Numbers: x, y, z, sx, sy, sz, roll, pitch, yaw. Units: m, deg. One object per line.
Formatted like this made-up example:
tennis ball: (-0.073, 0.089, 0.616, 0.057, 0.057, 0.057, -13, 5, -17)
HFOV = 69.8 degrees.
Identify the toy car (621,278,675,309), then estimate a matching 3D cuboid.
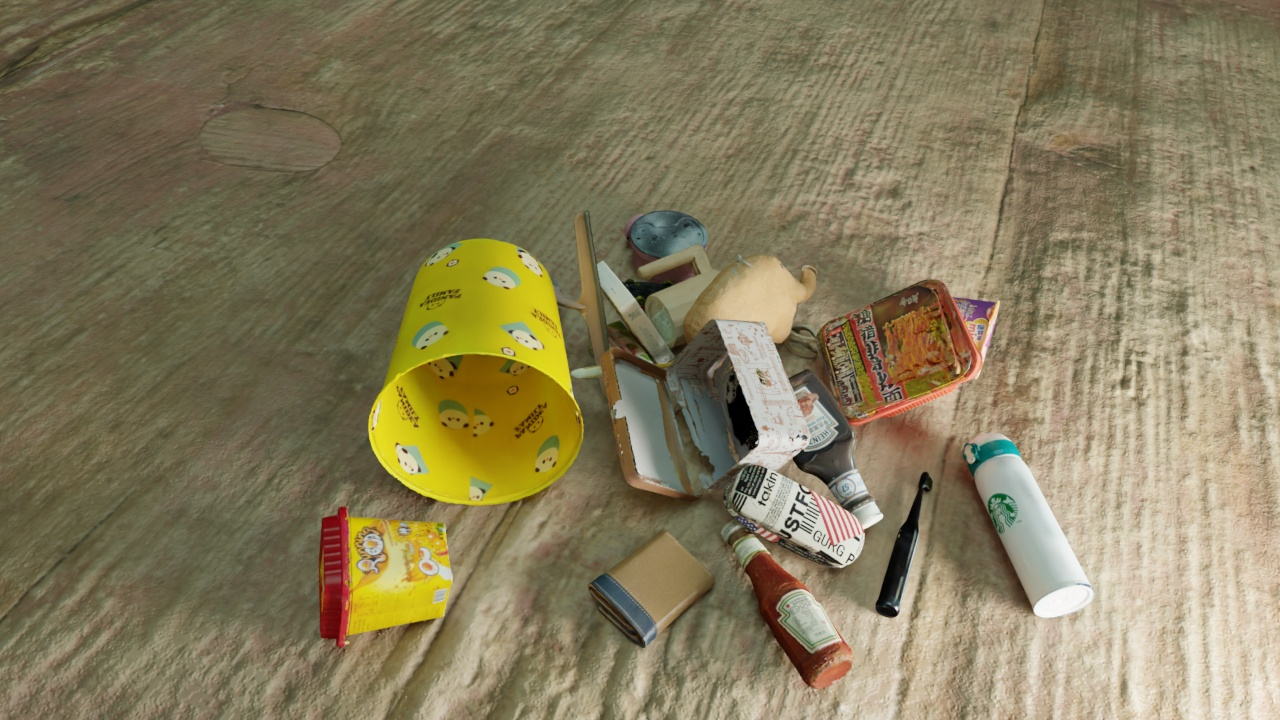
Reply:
toy car: (0.020, -0.091, 1.320, 0.106, 0.031, 0.049, -2, 43, -26)

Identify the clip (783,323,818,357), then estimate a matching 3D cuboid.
clip: (0.210, -0.039, 1.291, 0.097, 0.034, 0.061, 29, 50, 32)

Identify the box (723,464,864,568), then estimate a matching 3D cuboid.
box: (0.166, 0.185, 1.038, 0.163, 0.081, 0.074, 28, 61, -7)

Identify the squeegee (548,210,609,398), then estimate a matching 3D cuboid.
squeegee: (-0.108, -0.090, 1.239, 0.040, 0.248, 0.250, -15, 20, -18)

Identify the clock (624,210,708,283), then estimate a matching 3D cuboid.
clock: (0.037, -0.181, 1.391, 0.117, 0.060, 0.158, -6, 48, -10)

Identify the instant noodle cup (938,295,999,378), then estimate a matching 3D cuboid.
instant noodle cup: (0.431, -0.041, 1.267, 0.099, 0.112, 0.111, 18, 46, 24)

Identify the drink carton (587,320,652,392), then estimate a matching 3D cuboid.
drink carton: (-0.021, 0.001, 1.216, 0.053, 0.046, 0.122, -20, 50, -22)

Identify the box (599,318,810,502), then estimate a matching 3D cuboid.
box: (0.056, 0.053, 1.071, 0.192, 0.157, 0.182, 4, 54, -33)

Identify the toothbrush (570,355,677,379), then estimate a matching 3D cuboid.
toothbrush: (-0.007, 0.007, 1.151, 0.191, 0.018, 0.016, -6, 43, -38)

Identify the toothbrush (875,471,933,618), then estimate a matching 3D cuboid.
toothbrush: (0.311, 0.207, 1.064, 0.027, 0.026, 0.212, 45, 47, -11)

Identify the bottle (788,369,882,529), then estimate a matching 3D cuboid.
bottle: (0.220, 0.108, 1.086, 0.080, 0.044, 0.194, -29, 69, 4)

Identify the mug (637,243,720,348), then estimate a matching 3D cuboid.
mug: (0.062, -0.089, 1.270, 0.103, 0.084, 0.124, -23, 89, -23)

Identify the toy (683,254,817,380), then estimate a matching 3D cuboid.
toy: (0.155, -0.077, 1.223, 0.225, 0.143, 0.082, -37, 38, -16)

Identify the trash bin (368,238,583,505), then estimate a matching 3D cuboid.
trash bin: (-0.190, 0.000, 1.087, 0.229, 0.230, 0.254, -1, 40, -7)

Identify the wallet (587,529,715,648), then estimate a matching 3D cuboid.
wallet: (0.013, 0.244, 0.993, 0.115, 0.033, 0.090, -33, 60, -33)

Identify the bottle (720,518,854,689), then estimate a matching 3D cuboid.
bottle: (0.149, 0.252, 0.981, 0.059, 0.060, 0.206, -16, 43, -20)

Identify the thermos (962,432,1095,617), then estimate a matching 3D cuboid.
thermos: (0.443, 0.183, 1.070, 0.073, 0.073, 0.223, -2, 46, -8)

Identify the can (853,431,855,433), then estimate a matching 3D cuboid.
can: (0.197, 0.083, 1.152, 0.133, 0.053, 0.053, 27, 49, 19)

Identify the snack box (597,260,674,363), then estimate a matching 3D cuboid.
snack box: (-0.010, -0.059, 1.204, 0.027, 0.157, 0.084, -38, 55, -1)

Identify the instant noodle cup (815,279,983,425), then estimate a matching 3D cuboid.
instant noodle cup: (0.337, -0.004, 1.193, 0.189, 0.079, 0.164, -25, 52, 21)

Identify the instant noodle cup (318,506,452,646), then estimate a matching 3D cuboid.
instant noodle cup: (-0.263, 0.218, 0.942, 0.123, 0.116, 0.116, 1, 44, -21)
